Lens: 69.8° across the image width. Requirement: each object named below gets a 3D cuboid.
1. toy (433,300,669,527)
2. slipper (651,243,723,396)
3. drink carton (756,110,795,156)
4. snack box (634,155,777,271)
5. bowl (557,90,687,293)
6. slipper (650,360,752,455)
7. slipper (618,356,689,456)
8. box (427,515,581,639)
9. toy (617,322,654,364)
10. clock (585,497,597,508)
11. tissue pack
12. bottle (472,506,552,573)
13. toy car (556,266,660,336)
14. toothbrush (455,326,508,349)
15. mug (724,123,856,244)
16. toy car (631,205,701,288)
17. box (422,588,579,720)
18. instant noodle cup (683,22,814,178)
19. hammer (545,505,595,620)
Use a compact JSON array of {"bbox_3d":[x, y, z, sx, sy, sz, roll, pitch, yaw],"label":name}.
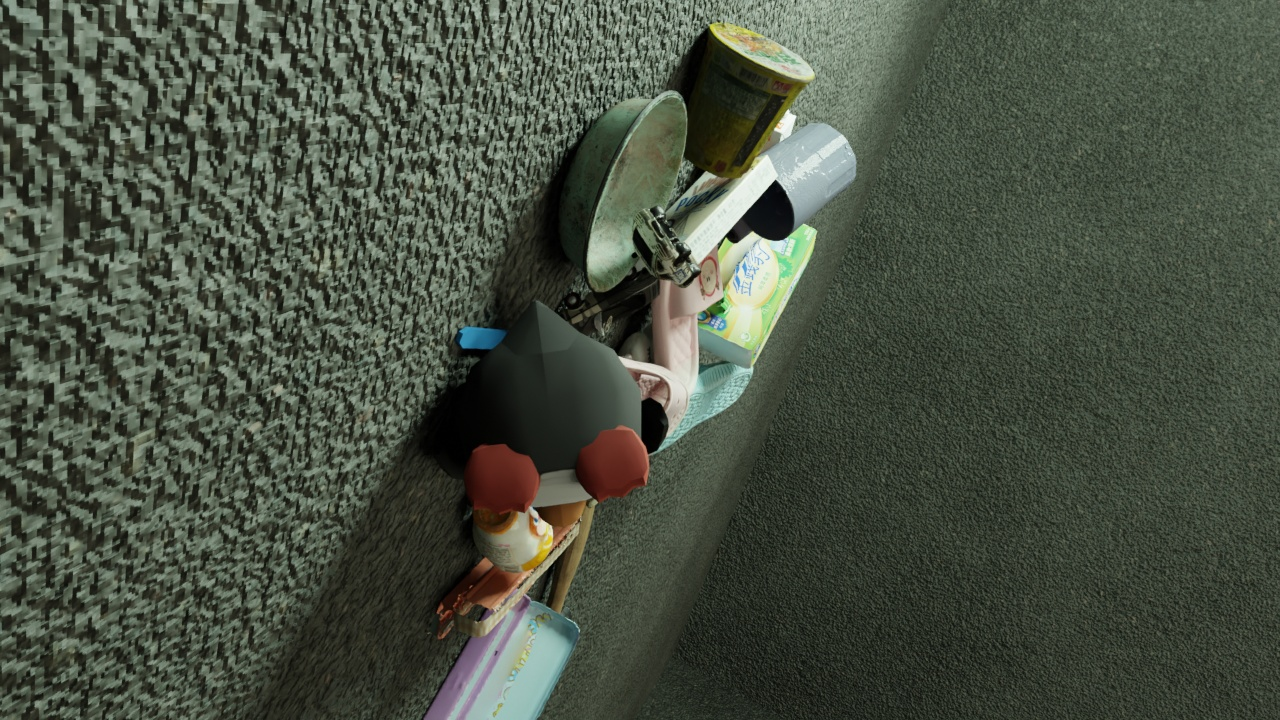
[{"bbox_3d":[-0.066,0.049,0.681,0.184,0.159,0.140,104,-22,-74],"label":"toy"},{"bbox_3d":[0.049,-0.062,0.948,0.106,0.056,0.222,-31,128,-62],"label":"slipper"},{"bbox_3d":[0.123,-0.221,1.000,0.040,0.058,0.123,-53,162,-39],"label":"drink carton"},{"bbox_3d":[0.057,-0.134,0.846,0.149,0.082,0.026,-49,117,-32],"label":"snack box"},{"bbox_3d":[-0.017,-0.130,0.685,0.157,0.038,0.158,-58,165,-26],"label":"bowl"},{"bbox_3d":[0.053,0.047,1.196,0.275,0.069,0.116,-22,142,-49],"label":"slipper"},{"bbox_3d":[-0.012,0.047,0.840,0.094,0.064,0.239,-59,149,5],"label":"slipper"},{"bbox_3d":[-0.120,0.196,0.850,0.077,0.054,0.186,-35,-177,34],"label":"box"},{"bbox_3d":[-0.006,0.006,0.970,0.125,0.037,0.076,-45,152,-65],"label":"toy"},{"bbox_3d":[-0.036,0.089,0.972,0.140,0.054,0.093,-53,168,-19],"label":"clock"},{"bbox_3d":[0.137,-0.108,1.157,0.141,0.120,0.197,78,33,-70],"label":"tissue pack"},{"bbox_3d":[-0.111,0.140,0.770,0.063,0.063,0.109,-60,165,-19],"label":"bottle"},{"bbox_3d":[-0.024,-0.046,0.757,0.092,0.037,0.040,-28,159,-8],"label":"toy car"},{"bbox_3d":[-0.091,-0.013,0.671,0.016,0.014,0.166,-66,166,6],"label":"toothbrush"},{"bbox_3d":[0.149,-0.176,0.946,0.103,0.084,0.124,-38,176,-25],"label":"mug"},{"bbox_3d":[0.016,-0.083,0.714,0.040,0.048,0.113,-33,167,5],"label":"toy car"},{"bbox_3d":[-0.159,0.346,0.951,0.140,0.062,0.213,45,67,-39],"label":"box"},{"bbox_3d":[0.085,-0.223,0.802,0.102,0.102,0.108,-43,163,-56],"label":"instant noodle cup"},{"bbox_3d":[-0.089,0.243,1.090,0.132,0.040,0.306,-48,158,-59],"label":"hammer"}]
